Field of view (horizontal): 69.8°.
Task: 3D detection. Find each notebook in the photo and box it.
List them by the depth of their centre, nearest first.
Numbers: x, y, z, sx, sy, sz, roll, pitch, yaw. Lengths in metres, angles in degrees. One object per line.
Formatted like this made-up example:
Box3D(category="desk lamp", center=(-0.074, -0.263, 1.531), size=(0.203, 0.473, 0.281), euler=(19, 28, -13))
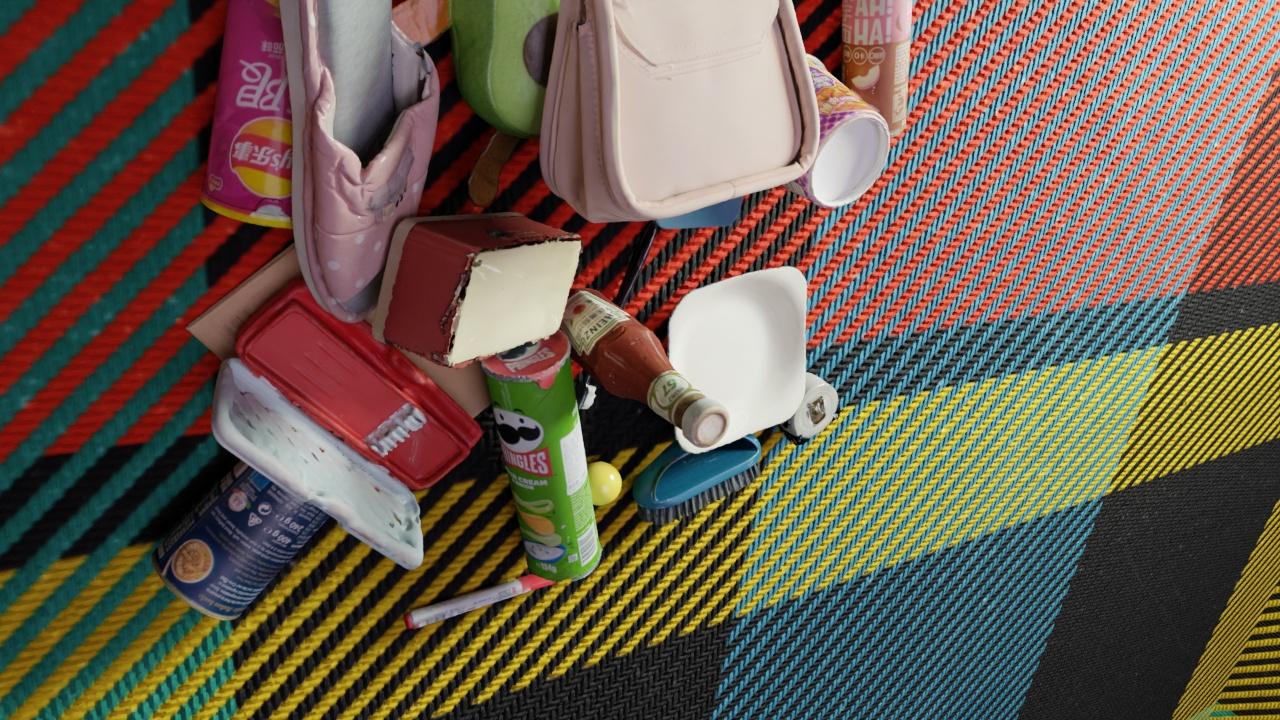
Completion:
Box3D(category="notebook", center=(-0.203, -0.003, 0.688), size=(0.149, 0.012, 0.211), euler=(-41, 131, -8))

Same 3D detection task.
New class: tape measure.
Box3D(category="tape measure", center=(0.174, 0.048, 0.964), size=(0.065, 0.033, 0.066), euler=(-38, 130, -14))

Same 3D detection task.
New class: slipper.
Box3D(category="slipper", center=(-0.160, -0.134, 0.540), size=(0.113, 0.054, 0.275), euler=(-62, 168, -48))

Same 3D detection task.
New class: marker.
Box3D(category="marker", center=(-0.146, 0.219, 0.846), size=(0.145, 0.017, 0.017), euler=(-11, 120, -30))

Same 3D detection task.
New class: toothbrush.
Box3D(category="toothbrush", center=(-0.021, -0.037, 0.793), size=(0.018, 0.016, 0.181), euler=(8, 111, -44))

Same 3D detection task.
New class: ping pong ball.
Box3D(category="ping pong ball", center=(-0.038, 0.114, 0.847), size=(0.040, 0.040, 0.040), euler=(-16, 123, -27))

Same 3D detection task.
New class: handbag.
Box3D(category="handbag", center=(0.022, -0.216, 0.587), size=(0.192, 0.093, 0.234), euler=(-25, 120, -35))

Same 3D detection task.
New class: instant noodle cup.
Box3D(category="instant noodle cup", center=(0.144, -0.185, 0.760), size=(0.111, 0.099, 0.112), euler=(-20, 134, -23))

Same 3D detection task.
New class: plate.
Box3D(category="plate", center=(0.087, -0.004, 0.865), size=(0.163, 0.034, 0.164), euler=(-17, 115, -30))

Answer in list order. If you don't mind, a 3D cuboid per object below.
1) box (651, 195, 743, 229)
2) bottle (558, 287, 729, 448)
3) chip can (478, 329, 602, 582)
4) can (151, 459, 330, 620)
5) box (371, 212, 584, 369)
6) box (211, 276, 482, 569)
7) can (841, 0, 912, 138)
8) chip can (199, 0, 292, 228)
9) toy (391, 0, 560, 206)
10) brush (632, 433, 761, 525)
Box3D(category="box", center=(0.044, -0.187, 0.722), size=(0.089, 0.060, 0.185), euler=(-10, 122, -31))
Box3D(category="bottle", center=(-0.004, 0.004, 0.700), size=(0.059, 0.206, 0.060), euler=(-16, 122, -27))
Box3D(category="chip can", center=(-0.079, 0.085, 0.772), size=(0.072, 0.072, 0.236), euler=(-24, 130, -23))
Box3D(category="can", center=(-0.279, 0.119, 0.659), size=(0.111, 0.075, 0.075), euler=(-48, 131, -4))
Box3D(category="box", center=(-0.100, -0.049, 0.638), size=(0.168, 0.076, 0.091), euler=(-27, 137, -67))
Box3D(category="box", center=(-0.199, 0.051, 0.651), size=(0.119, 0.098, 0.201), euler=(-43, 131, -3))
Box3D(category="can", center=(0.203, -0.269, 0.793), size=(0.057, 0.058, 0.147), euler=(-23, 125, -23))
Box3D(category="chip can", center=(-0.209, -0.189, 0.542), size=(0.071, 0.071, 0.211), euler=(3, 112, -36))
Box3D(category="toy", center=(-0.066, -0.226, 0.609), size=(0.226, 0.090, 0.247), euler=(-23, 129, -27))
Box3D(category="brush", center=(0.056, 0.104, 0.897), size=(0.143, 0.055, 0.074), euler=(-23, 126, -23))
